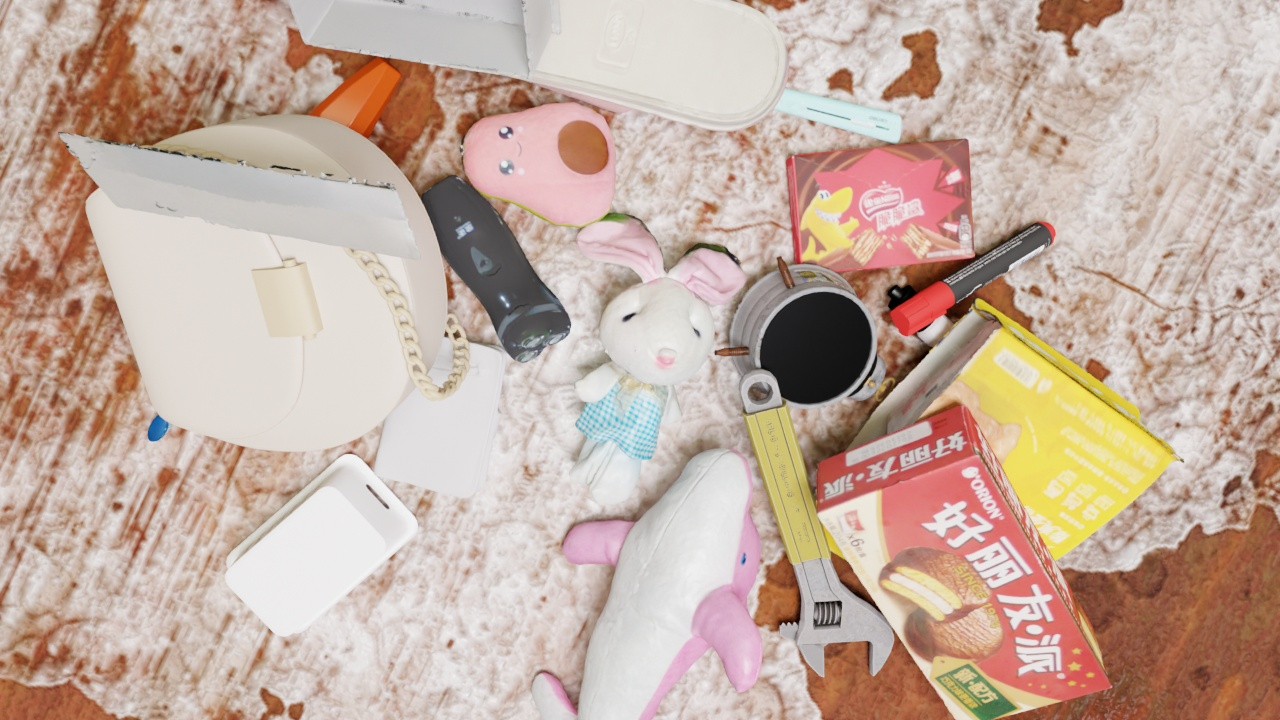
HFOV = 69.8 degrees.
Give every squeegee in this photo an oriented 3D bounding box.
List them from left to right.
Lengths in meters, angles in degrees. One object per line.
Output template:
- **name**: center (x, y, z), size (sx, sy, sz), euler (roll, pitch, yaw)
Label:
- **squeegee**: center (-0.229, -0.132, 0.637), size (0.249, 0.055, 0.185), euler (40, 100, -6)

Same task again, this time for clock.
- **clock**: center (0.131, -0.009, 0.672), size (0.148, 0.056, 0.104), euler (30, 101, -19)

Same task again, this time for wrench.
- **wrench**: center (0.124, 0.127, 0.677), size (0.084, 0.018, 0.273), euler (-17, 110, 5)

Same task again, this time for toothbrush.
- **toothbrush**: center (-0.322, -0.001, 0.666), size (0.021, 0.017, 0.135), euler (28, 91, -10)

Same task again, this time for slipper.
- **slipper**: center (-0.029, -0.233, 0.640), size (0.274, 0.054, 0.114), euler (22, 98, 4)

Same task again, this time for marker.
- **marker**: center (0.235, -0.012, 0.694), size (0.126, 0.025, 0.025), euler (41, 91, -6)
- **marker**: center (0.248, -0.062, 0.678), size (0.145, 0.021, 0.023), euler (-30, 119, -14)

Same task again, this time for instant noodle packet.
- **instant noodle packet**: center (0.243, 0.088, 0.677), size (0.163, 0.084, 0.222), euler (34, 113, -9)

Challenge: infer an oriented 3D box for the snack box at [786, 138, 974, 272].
- **snack box**: center (0.179, -0.114, 0.683), size (0.133, 0.021, 0.089), euler (-6, 97, -3)

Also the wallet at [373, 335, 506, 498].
- **wallet**: center (-0.145, 0.038, 0.675), size (0.086, 0.032, 0.116), euler (16, 96, 6)

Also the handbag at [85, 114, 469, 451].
- **handbag**: center (-0.234, -0.050, 0.601), size (0.209, 0.103, 0.211), euler (-4, 110, 11)

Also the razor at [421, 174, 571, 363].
- **razor**: center (-0.103, -0.063, 0.644), size (0.053, 0.063, 0.140), euler (-34, 108, 0)

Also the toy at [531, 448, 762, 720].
- **toy**: center (0.029, 0.192, 0.669), size (0.127, 0.187, 0.265), euler (25, 92, -47)

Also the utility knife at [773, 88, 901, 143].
- **utility knife**: center (0.132, -0.186, 0.677), size (0.129, 0.015, 0.022), euler (13, 126, -4)

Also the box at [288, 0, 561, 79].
- **box**: center (-0.149, -0.250, 0.441), size (0.167, 0.368, 0.150), euler (10, 95, 7)

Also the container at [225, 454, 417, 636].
- **container**: center (-0.236, 0.139, 0.666), size (0.129, 0.049, 0.081), euler (-41, 97, 1)

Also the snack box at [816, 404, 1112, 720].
- **snack box**: center (0.228, 0.152, 0.646), size (0.113, 0.060, 0.236), euler (-26, 114, 23)

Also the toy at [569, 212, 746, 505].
- **toy**: center (-0.004, 0.004, 0.639), size (0.131, 0.105, 0.205), euler (18, 93, -9)

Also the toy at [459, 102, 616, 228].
- **toy**: center (-0.072, -0.139, 0.649), size (0.110, 0.051, 0.090), euler (1, 90, 0)
